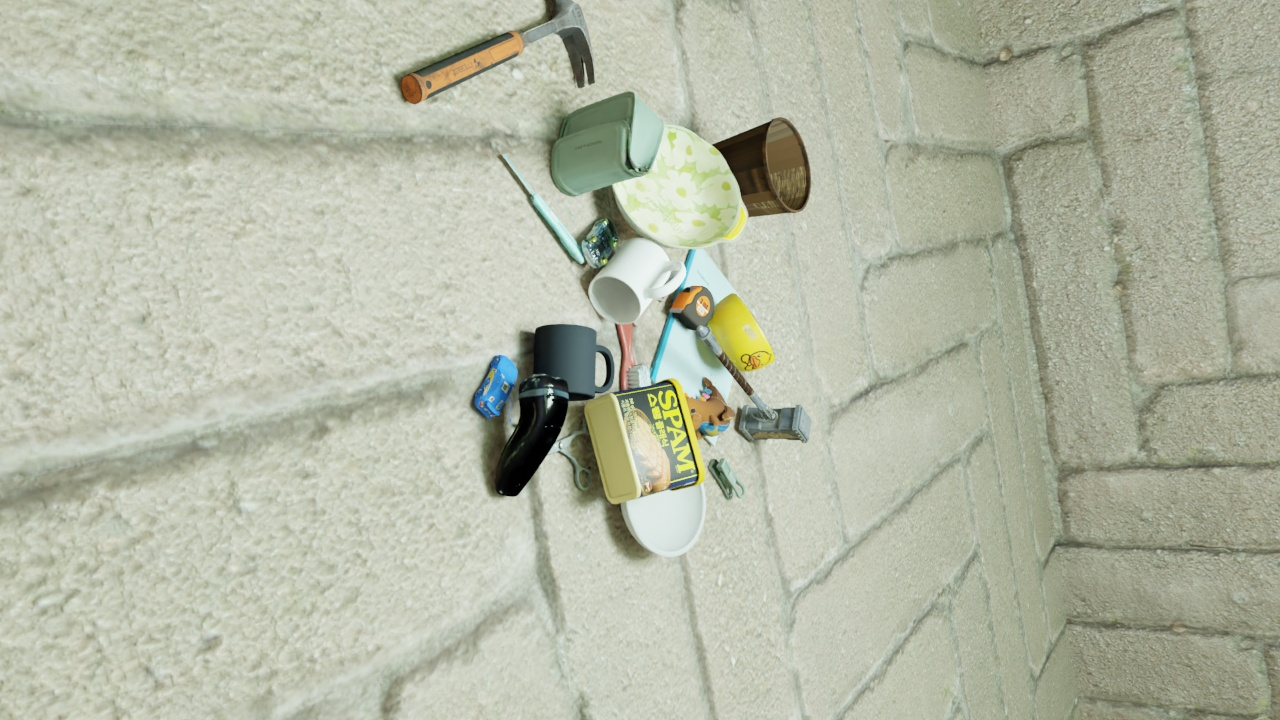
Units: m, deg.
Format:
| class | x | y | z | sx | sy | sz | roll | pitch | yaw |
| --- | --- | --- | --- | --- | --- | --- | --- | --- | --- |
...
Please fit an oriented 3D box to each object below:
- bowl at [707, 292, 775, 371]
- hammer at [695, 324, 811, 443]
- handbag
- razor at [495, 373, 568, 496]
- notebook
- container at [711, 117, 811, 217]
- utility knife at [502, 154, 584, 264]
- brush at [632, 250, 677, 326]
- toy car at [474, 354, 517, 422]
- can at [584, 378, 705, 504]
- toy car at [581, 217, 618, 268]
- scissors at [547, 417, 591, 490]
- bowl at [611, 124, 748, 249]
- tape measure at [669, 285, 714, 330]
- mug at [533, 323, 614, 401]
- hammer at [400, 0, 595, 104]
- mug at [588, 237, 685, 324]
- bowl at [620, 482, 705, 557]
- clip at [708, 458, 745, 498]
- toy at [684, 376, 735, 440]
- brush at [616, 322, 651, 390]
| class | x | y | z | sx | sy | sz | roll | pitch | yaw |
| --- | --- | --- | --- | --- | --- | --- | --- | --- | --- |
| bowl | 0.136 | -0.032 | 1.325 | 0.117 | 0.067 | 0.117 | 58 | -1 | 1 |
| hammer | 0.147 | 0.034 | 1.299 | 0.322 | 0.099 | 0.044 | 47 | 49 | -50 |
| handbag | -0.041 | -0.260 | 1.112 | 0.067 | 0.122 | 0.106 | 36 | 57 | -44 |
| razor | -0.124 | 0.079 | 0.990 | 0.053 | 0.064 | 0.140 | 16 | 102 | -53 |
| notebook | 0.093 | -0.027 | 1.350 | 0.181 | 0.009 | 0.252 | 46 | 50 | -39 |
| container | 0.139 | -0.261 | 1.316 | 0.132 | 0.168 | 0.132 | 12 | 75 | -52 |
| utility knife | -0.116 | -0.180 | 1.092 | 0.165 | 0.015 | 0.022 | 51 | 24 | -32 |
| brush | 0.020 | -0.094 | 1.258 | 0.050 | 0.015 | 0.135 | 58 | 44 | -29 |
| toy car | -0.141 | 0.032 | 0.981 | 0.033 | 0.062 | 0.091 | 51 | 47 | -36 |
| can | 0.004 | 0.098 | 1.109 | 0.104 | 0.075 | 0.135 | -9 | 81 | -38 |
| toy car | -0.053 | -0.149 | 1.158 | 0.039 | 0.027 | 0.089 | 62 | 28 | -23 |
| scissors | -0.088 | 0.090 | 1.086 | 0.141 | 0.014 | 0.157 | 59 | 43 | -34 |
| bowl | 0.038 | -0.221 | 1.225 | 0.219 | 0.060 | 0.188 | 32 | 60 | -9 |
| tape measure | 0.072 | -0.077 | 1.293 | 0.058 | 0.038 | 0.058 | 42 | 66 | -40 |
| mug | -0.074 | 0.006 | 1.062 | 0.105 | 0.071 | 0.077 | 10 | 76 | -38 |
| hammer | -0.154 | -0.343 | 1.050 | 0.313 | 0.035 | 0.138 | -46 | 121 | -45 |
| mug | 0.003 | -0.101 | 1.155 | 0.090 | 0.111 | 0.074 | -55 | 135 | -42 |
| bowl | 0.021 | 0.179 | 1.186 | 0.149 | 0.043 | 0.149 | 15 | 68 | -43 |
| clip | 0.128 | 0.175 | 1.349 | 0.076 | 0.042 | 0.023 | 58 | 45 | -30 |
| toy | 0.083 | 0.059 | 1.286 | 0.090 | 0.071 | 0.102 | 22 | 45 | -36 |
| brush | -0.007 | 0.007 | 1.194 | 0.040 | 0.030 | 0.172 | -4 | 87 | -54 |
